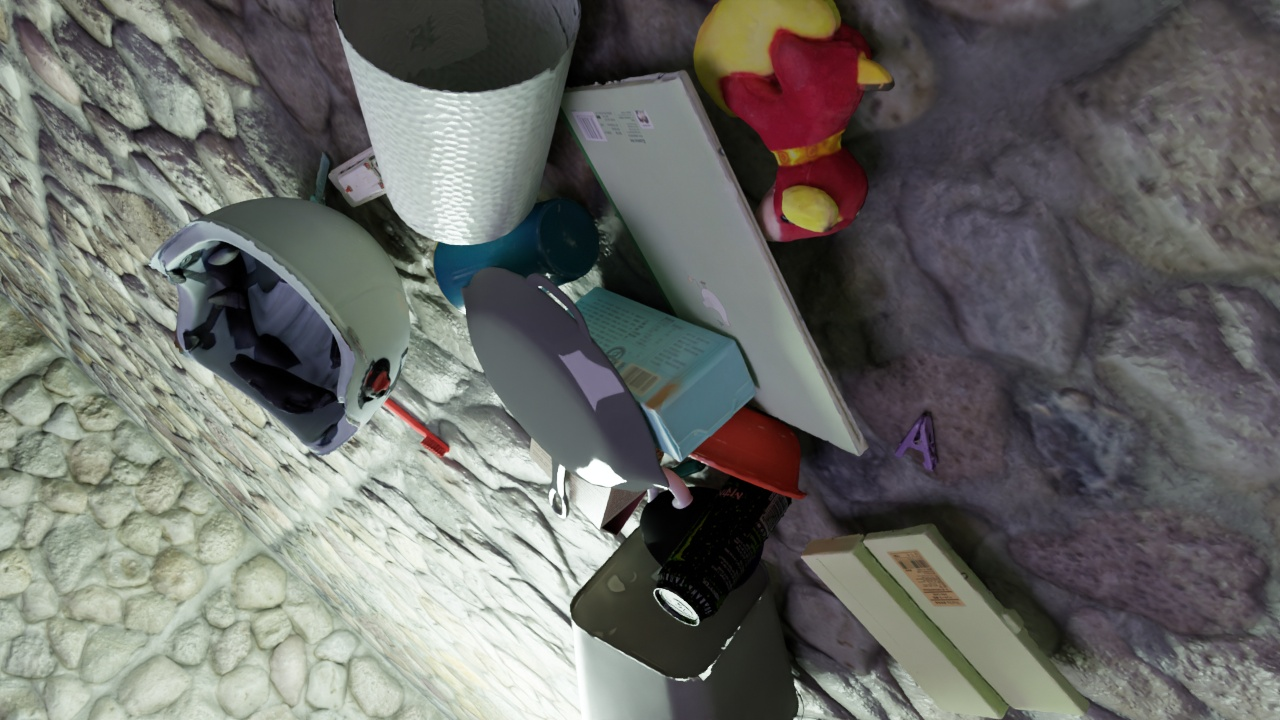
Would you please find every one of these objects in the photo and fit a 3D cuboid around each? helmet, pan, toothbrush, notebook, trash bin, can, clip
[{"bbox_3d":[-0.315,-0.054,0.874,0.236,0.163,0.265,33,141,7],"label":"helmet"},{"bbox_3d":[-0.070,0.054,0.703,0.216,0.024,0.355,42,155,19],"label":"pan"},{"bbox_3d":[-0.324,0.052,1.147,0.212,0.017,0.012,38,148,6],"label":"toothbrush"},{"bbox_3d":[0.037,-0.060,0.576,0.252,0.010,0.182,59,164,-25],"label":"notebook"},{"bbox_3d":[-0.111,-0.160,0.568,0.133,0.133,0.162,36,153,9],"label":"trash bin"},{"bbox_3d":[0.040,0.298,0.905,0.198,0.196,0.220,18,135,33],"label":"trash bin"},{"bbox_3d":[0.066,0.141,0.721,0.054,0.137,0.054,29,148,21],"label":"can"},{"bbox_3d":[0.006,0.112,0.868,0.017,0.016,0.190,51,147,-6],"label":"toothbrush"},{"bbox_3d":[0.182,0.054,0.613,0.046,0.014,0.050,2,134,49],"label":"clip"}]

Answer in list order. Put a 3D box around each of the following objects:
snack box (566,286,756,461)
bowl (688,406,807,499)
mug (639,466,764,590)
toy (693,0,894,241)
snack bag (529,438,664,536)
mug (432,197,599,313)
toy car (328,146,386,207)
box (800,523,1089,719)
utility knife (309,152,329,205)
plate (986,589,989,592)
[{"bbox_3d":[-0.004,0.004,0.655,0.175,0.074,0.053,26,150,50],"label":"snack box"},{"bbox_3d":[0.067,0.055,0.671,0.130,0.045,0.130,22,180,0],"label":"bowl"},{"bbox_3d":[0.037,0.138,0.804,0.119,0.084,0.100,57,157,-20],"label":"mug"},{"bbox_3d":[0.080,-0.129,0.463,0.106,0.067,0.137,0,117,50],"label":"toy"},{"bbox_3d":[-0.040,0.082,0.813,0.094,0.069,0.207,43,150,18],"label":"snack bag"},{"bbox_3d":[-0.091,-0.080,0.691,0.122,0.078,0.078,-10,122,46],"label":"mug"},{"bbox_3d":[-0.239,-0.154,0.787,0.113,0.038,0.039,-6,125,50],"label":"toy car"},{"bbox_3d":[0.222,0.197,0.683,0.187,0.024,0.138,48,145,-10],"label":"box"},{"bbox_3d":[-0.318,-0.152,0.904,0.022,0.015,0.178,44,145,-1],"label":"utility knife"},{"bbox_3d":[0.230,0.179,0.697,0.104,0.026,0.104,29,146,21],"label":"plate"}]
